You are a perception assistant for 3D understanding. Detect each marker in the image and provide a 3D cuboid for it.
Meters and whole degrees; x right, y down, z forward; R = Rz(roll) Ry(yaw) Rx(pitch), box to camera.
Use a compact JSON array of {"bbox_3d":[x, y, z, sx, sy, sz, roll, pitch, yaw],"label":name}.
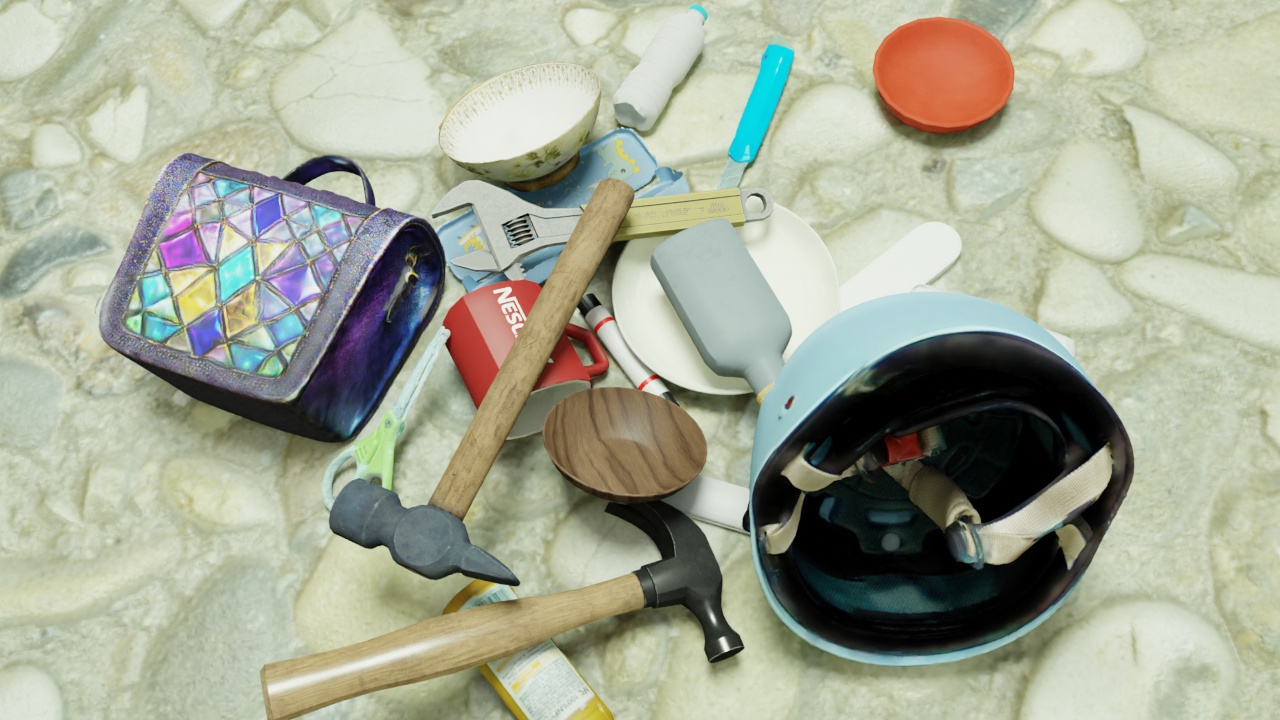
[{"bbox_3d":[-0.005,0.004,0.741,0.019,0.019,0.145,-34,69,-10],"label":"marker"}]

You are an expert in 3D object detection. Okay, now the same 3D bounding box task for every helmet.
[{"bbox_3d":[0.181,0.073,0.598,0.225,0.266,0.166,5,29,3],"label":"helmet"}]

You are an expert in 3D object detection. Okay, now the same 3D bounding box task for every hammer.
[{"bbox_3d":[-0.089,0.172,0.610,0.304,0.040,0.132,-10,59,-23],"label":"hammer"},{"bbox_3d":[-0.079,0.001,0.644,0.129,0.040,0.321,20,68,13],"label":"hammer"}]

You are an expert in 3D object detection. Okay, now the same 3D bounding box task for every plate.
[{"bbox_3d":[0.069,-0.052,0.752,0.182,0.034,0.182,-1,67,3],"label":"plate"}]

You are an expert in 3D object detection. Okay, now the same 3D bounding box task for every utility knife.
[{"bbox_3d":[0.103,-0.220,0.832,0.031,0.015,0.197,17,66,14],"label":"utility knife"}]

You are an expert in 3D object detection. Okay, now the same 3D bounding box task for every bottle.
[{"bbox_3d":[0.022,-0.273,0.844,0.044,0.044,0.136,26,71,14],"label":"bottle"},{"bbox_3d":[-0.062,0.231,0.630,0.053,0.053,0.186,-40,70,-13],"label":"bottle"},{"bbox_3d":[0.073,-0.029,0.697,0.072,0.046,0.161,-25,68,-7],"label":"bottle"}]

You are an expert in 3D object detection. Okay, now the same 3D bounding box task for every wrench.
[{"bbox_3d":[-0.026,-0.115,0.733,0.273,0.018,0.083,-9,87,-8],"label":"wrench"}]

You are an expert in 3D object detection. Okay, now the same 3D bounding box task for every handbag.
[{"bbox_3d":[-0.282,-0.067,0.732,0.205,0.125,0.221,17,71,11],"label":"handbag"}]

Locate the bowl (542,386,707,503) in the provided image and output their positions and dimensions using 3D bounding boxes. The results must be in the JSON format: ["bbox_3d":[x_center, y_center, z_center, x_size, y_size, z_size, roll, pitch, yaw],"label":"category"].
[{"bbox_3d":[-0.013,0.068,0.667,0.119,0.032,0.119,7,35,-5],"label":"bowl"}]

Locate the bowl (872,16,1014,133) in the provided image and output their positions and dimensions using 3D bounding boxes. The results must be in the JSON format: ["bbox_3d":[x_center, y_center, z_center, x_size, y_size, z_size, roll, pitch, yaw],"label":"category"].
[{"bbox_3d":[0.267,-0.249,0.823,0.122,0.035,0.121,-1,67,3],"label":"bowl"}]

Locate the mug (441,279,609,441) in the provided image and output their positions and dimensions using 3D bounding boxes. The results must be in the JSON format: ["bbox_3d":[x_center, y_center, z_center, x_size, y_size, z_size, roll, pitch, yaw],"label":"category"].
[{"bbox_3d":[-0.084,-0.004,0.722,0.116,0.081,0.096,-14,63,-34],"label":"mug"}]

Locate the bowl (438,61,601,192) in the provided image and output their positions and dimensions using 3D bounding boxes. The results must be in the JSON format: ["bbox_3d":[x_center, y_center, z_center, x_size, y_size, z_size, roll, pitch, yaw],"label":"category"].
[{"bbox_3d":[-0.095,-0.193,0.795,0.145,0.063,0.145,-11,46,12],"label":"bowl"}]

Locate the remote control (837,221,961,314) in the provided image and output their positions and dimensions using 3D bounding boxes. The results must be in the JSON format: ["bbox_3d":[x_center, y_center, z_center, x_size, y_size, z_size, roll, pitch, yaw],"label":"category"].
[{"bbox_3d":[0.211,-0.068,0.762,0.136,0.013,0.043,-37,70,-12],"label":"remote control"}]

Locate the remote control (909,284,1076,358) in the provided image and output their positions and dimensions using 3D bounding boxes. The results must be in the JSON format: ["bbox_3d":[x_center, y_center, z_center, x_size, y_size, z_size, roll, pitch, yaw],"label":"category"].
[{"bbox_3d":[0.271,-0.012,0.723,0.138,0.025,0.060,22,73,7],"label":"remote control"}]

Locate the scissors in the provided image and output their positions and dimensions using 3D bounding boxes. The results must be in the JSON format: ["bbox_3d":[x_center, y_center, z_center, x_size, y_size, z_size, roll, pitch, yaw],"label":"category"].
[{"bbox_3d":[-0.189,0.049,0.705,0.065,0.033,0.174,32,100,25],"label":"scissors"}]

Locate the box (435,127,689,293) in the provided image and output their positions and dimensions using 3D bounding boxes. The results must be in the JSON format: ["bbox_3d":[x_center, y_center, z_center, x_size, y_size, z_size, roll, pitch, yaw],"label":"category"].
[{"bbox_3d":[-0.067,-0.121,0.791,0.209,0.039,0.126,-31,47,-9],"label":"box"}]

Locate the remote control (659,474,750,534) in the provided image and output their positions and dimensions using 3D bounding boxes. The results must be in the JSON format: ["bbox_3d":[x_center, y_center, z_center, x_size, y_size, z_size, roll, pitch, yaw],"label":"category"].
[{"bbox_3d":[0.027,0.099,0.703,0.131,0.012,0.033,15,69,9],"label":"remote control"}]
